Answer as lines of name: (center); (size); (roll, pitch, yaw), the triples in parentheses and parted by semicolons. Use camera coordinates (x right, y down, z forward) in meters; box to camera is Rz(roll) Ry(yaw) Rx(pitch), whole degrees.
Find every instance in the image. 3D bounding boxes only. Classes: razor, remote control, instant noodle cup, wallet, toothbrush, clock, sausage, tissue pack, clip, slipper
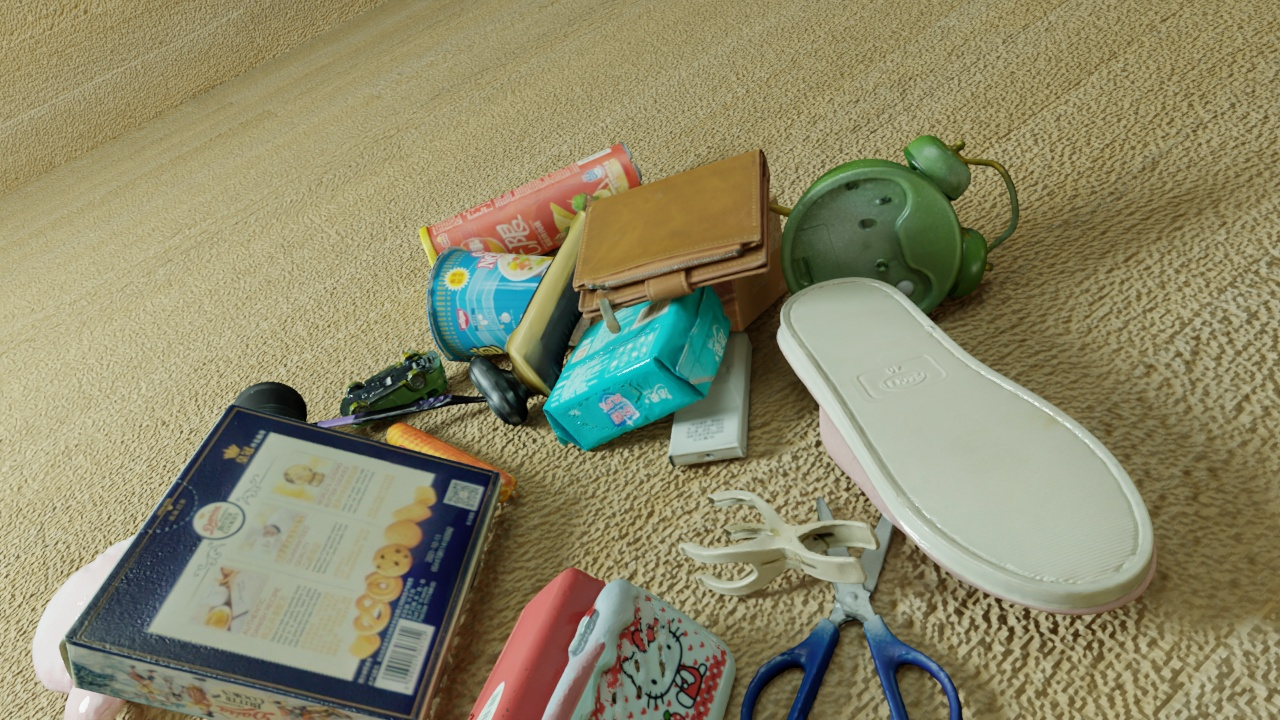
razor: (-0.071, -0.033, 0.674); (0.062, 0.067, 0.167); (124, 171, -84)
remote control: (0.048, 0.022, 0.619); (0.049, 0.024, 0.124); (-12, 36, 17)
instant noodle cup: (-0.101, -0.046, 0.750); (0.110, 0.099, 0.099); (0, 39, 18)
wallet: (0.020, -0.080, 0.601); (0.131, 0.035, 0.118); (-13, 50, 22)
toothbrush: (-0.169, 0.034, 0.708); (0.189, 0.017, 0.014); (-10, 35, -2)
clock: (0.170, -0.085, 0.617); (0.161, 0.116, 0.056); (-15, 24, 17)
sausage: (-0.139, 0.072, 0.664); (0.165, 0.021, 0.021); (16, 50, 44)
tissue pack: (-0.004, 0.004, 0.626); (0.134, 0.050, 0.093); (-25, 29, 40)
clip: (0.064, 0.106, 0.475); (0.086, 0.035, 0.104); (-40, 31, -24)
slipper: (0.158, 0.038, 0.500); (0.114, 0.054, 0.274); (-21, 38, -9)

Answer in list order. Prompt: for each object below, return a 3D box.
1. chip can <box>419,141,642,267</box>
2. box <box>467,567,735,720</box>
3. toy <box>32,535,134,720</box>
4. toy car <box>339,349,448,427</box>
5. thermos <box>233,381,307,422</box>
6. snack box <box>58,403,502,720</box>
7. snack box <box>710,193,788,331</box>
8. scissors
chip can: (-0.101, -0.138, 0.886); (0.216, 0.073, 0.073); (-25, 34, -3)
box: (-0.040, 0.201, 0.412); (0.095, 0.100, 0.200); (-48, 10, 48)
toy: (-0.346, 0.178, 0.610); (0.121, 0.054, 0.159); (-41, 36, -13)
toy car: (-0.202, 0.025, 0.752); (0.091, 0.036, 0.043); (-26, 35, -7)
thermos: (-0.278, 0.106, 0.670); (0.090, 0.068, 0.242); (-51, 32, 8)
snack box: (-0.190, 0.119, 0.530); (0.182, 0.046, 0.177); (14, 39, -2)
snack box: (0.047, -0.073, 0.684); (0.094, 0.077, 0.092); (1, 23, 31)
scissors: (0.100, 0.130, 0.451); (0.162, 0.012, 0.162); (-30, 32, -10)
